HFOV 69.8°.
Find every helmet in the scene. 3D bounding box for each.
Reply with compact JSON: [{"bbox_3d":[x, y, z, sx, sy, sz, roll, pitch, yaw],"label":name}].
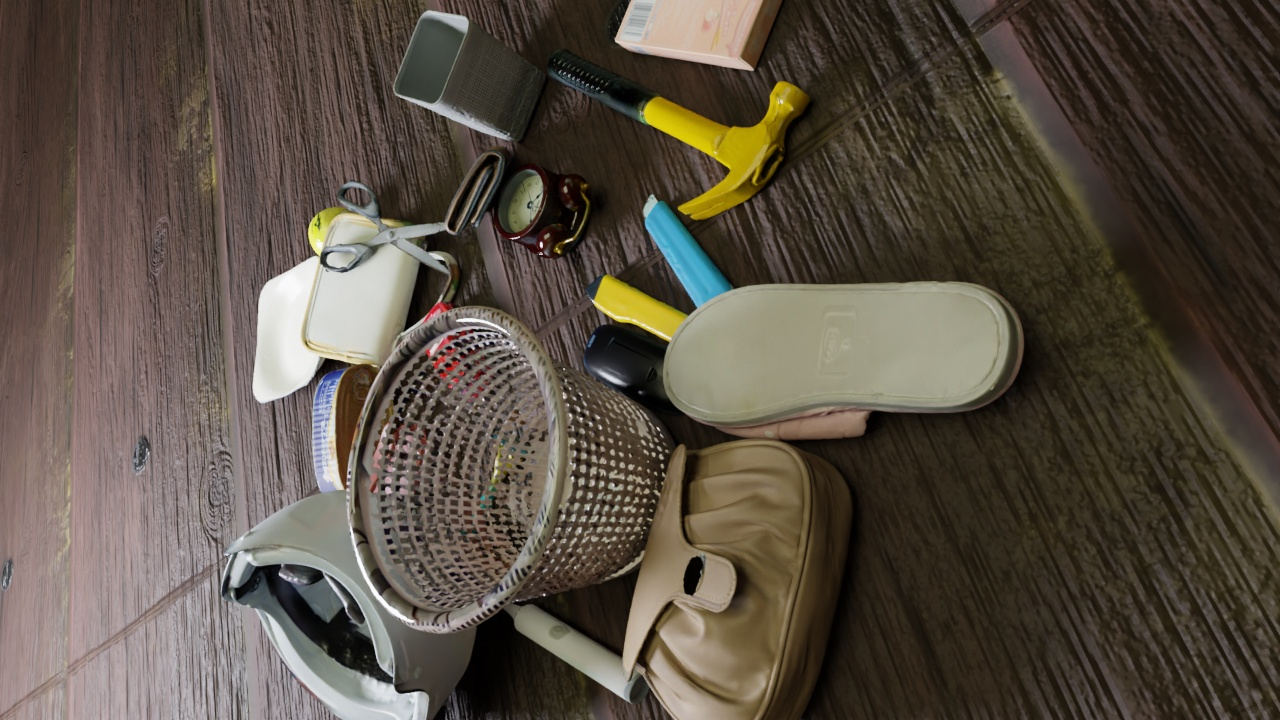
[{"bbox_3d":[-0.236,0.209,0.811,0.229,0.145,0.259,31,141,14],"label":"helmet"}]

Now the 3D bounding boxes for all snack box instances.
[{"bbox_3d":[0.051,-0.309,0.811,0.157,0.026,0.084,26,95,41],"label":"snack box"}]

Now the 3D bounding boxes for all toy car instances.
[{"bbox_3d":[-0.187,-0.012,0.921,0.053,0.045,0.120,-51,50,16],"label":"toy car"}]

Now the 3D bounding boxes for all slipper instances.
[{"bbox_3d":[0.131,-0.001,0.646,0.275,0.054,0.114,-6,75,41],"label":"slipper"}]

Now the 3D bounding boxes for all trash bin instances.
[{"bbox_3d":[-0.080,0.090,0.704,0.228,0.192,0.227,-11,71,37],"label":"trash bin"}]

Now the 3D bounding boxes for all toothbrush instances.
[{"bbox_3d":[-0.079,0.229,0.779,0.221,0.026,0.026,17,122,41],"label":"toothbrush"}]

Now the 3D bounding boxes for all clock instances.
[{"bbox_3d":[-0.087,-0.139,0.862,0.122,0.055,0.082,24,93,44],"label":"clock"}]

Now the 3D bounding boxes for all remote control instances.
[{"bbox_3d":[-0.005,0.005,0.777,0.136,0.024,0.053,25,94,41],"label":"remote control"}]

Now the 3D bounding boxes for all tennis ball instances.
[{"bbox_3d":[-0.357,-0.148,1.083,0.066,0.065,0.065,-12,71,37],"label":"tennis ball"}]

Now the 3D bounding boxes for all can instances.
[{"bbox_3d":[-0.303,0.079,0.970,0.049,0.074,0.148,-10,81,39],"label":"can"}]

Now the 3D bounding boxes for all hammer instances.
[{"bbox_3d":[0.011,-0.223,0.819,0.301,0.032,0.129,38,102,39],"label":"hammer"}]

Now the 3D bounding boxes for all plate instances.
[{"bbox_3d":[-0.417,-0.035,1.119,0.165,0.034,0.163,-16,69,40],"label":"plate"}]

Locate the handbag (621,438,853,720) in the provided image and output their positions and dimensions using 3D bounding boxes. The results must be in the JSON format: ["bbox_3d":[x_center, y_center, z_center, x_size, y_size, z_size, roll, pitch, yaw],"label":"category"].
[{"bbox_3d":[0.059,0.152,0.636,0.148,0.099,0.204,6,79,44],"label":"handbag"}]

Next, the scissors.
[{"bbox_3d":[-0.273,-0.134,0.983,0.159,0.014,0.178,-38,71,10],"label":"scissors"}]

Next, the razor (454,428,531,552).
[{"bbox_3d":[-0.146,0.131,0.859,0.043,0.028,0.132,27,95,8],"label":"razor"}]

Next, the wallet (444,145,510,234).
[{"bbox_3d":[-0.159,-0.171,0.910,0.090,0.033,0.115,-58,14,11],"label":"wallet"}]

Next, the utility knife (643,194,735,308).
[{"bbox_3d":[0.039,-0.087,0.770,0.034,0.018,0.162,-43,53,16],"label":"utility knife"}]

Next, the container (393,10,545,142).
[{"bbox_3d":[-0.168,-0.282,0.929,0.090,0.114,0.090,27,96,41],"label":"container"}]

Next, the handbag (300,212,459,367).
[{"bbox_3d":[-0.275,-0.071,1.009,0.179,0.063,0.163,11,86,26],"label":"handbag"}]

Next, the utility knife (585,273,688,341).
[{"bbox_3d":[0.020,-0.030,0.772,0.192,0.015,0.033,31,105,39],"label":"utility knife"}]

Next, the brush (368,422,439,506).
[{"bbox_3d":[-0.250,0.130,0.918,0.063,0.069,0.146,22,93,40],"label":"brush"}]
